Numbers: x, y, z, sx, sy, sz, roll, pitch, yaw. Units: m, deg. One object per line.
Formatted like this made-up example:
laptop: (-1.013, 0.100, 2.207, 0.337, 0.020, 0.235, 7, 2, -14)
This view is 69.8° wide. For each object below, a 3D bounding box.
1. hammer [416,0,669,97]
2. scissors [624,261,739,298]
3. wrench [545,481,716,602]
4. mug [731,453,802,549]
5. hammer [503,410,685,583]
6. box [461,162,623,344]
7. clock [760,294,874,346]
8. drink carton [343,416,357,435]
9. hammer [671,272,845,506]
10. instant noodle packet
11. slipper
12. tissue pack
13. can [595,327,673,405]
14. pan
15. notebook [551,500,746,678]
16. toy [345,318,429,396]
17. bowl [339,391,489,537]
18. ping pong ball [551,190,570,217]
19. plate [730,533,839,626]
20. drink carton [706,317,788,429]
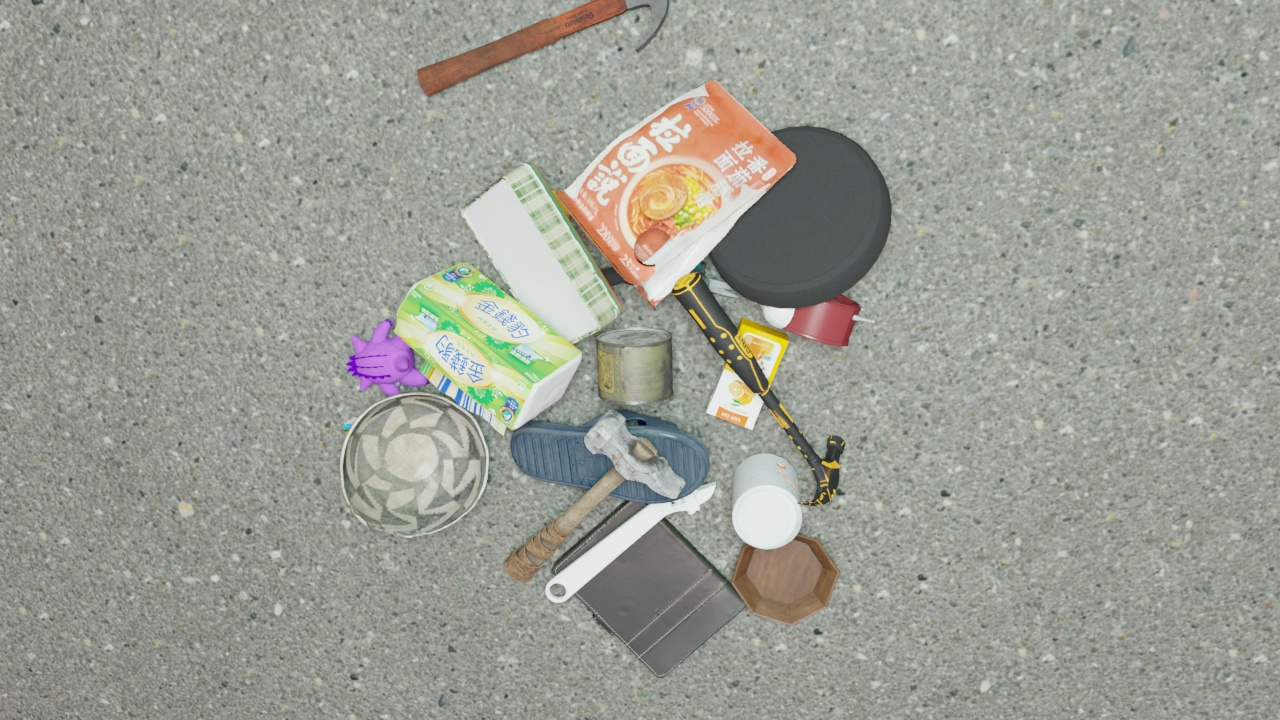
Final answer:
hammer: (-0.112, -0.364, 1.027, 0.301, 0.028, 0.111, -18, 101, 11)
scissors: (0.043, -0.103, 1.080, 0.126, 0.019, 0.144, -33, 98, 15)
wrench: (-0.016, 0.217, 1.150, 0.274, 0.018, 0.066, -41, 96, 11)
mug: (0.149, 0.166, 1.094, 0.082, 0.105, 0.082, 2, 105, 7)
hammer: (-0.077, 0.187, 1.109, 0.121, 0.048, 0.320, 43, 127, -1)
box: (-0.114, -0.116, 1.057, 0.118, 0.050, 0.205, -24, 101, 51)
clock: (0.188, -0.057, 1.037, 0.137, 0.096, 0.048, 17, 105, -1)
drink carton: (-0.343, 0.133, 1.178, 0.044, 0.038, 0.129, -10, 103, 9)
hammer: (0.135, 0.033, 1.021, 0.036, 0.123, 0.320, -19, 119, 40)
instant noodle packet: (0.042, -0.190, 1.004, 0.221, 0.084, 0.164, -40, 60, 6)
slipper: (-0.032, 0.109, 1.121, 0.264, 0.082, 0.101, 2, 113, 26)
tissue pack: (-0.189, 0.003, 1.075, 0.197, 0.120, 0.142, 42, 127, 16)
can: (-0.007, 0.006, 1.079, 0.090, 0.089, 0.075, 0, 105, 7)
pan: (0.094, -0.139, 1.013, 0.356, 0.044, 0.204, -16, 71, 17)
notebook: (0.010, 0.292, 1.185, 0.170, 0.029, 0.209, -43, 93, 13)
toy: (-0.314, 0.002, 1.131, 0.088, 0.055, 0.106, -2, 106, 10)
bowl: (-0.283, 0.124, 1.138, 0.178, 0.081, 0.178, -2, 95, -21)
ping pong ball: (-0.100, -0.178, 1.067, 0.040, 0.040, 0.040, 2, 105, 6)
plate: (0.182, 0.269, 1.158, 0.131, 0.025, 0.131, 2, 105, 6)
drink carton: (0.125, 0.018, 1.092, 0.058, 0.040, 0.123, 21, 106, 1)
